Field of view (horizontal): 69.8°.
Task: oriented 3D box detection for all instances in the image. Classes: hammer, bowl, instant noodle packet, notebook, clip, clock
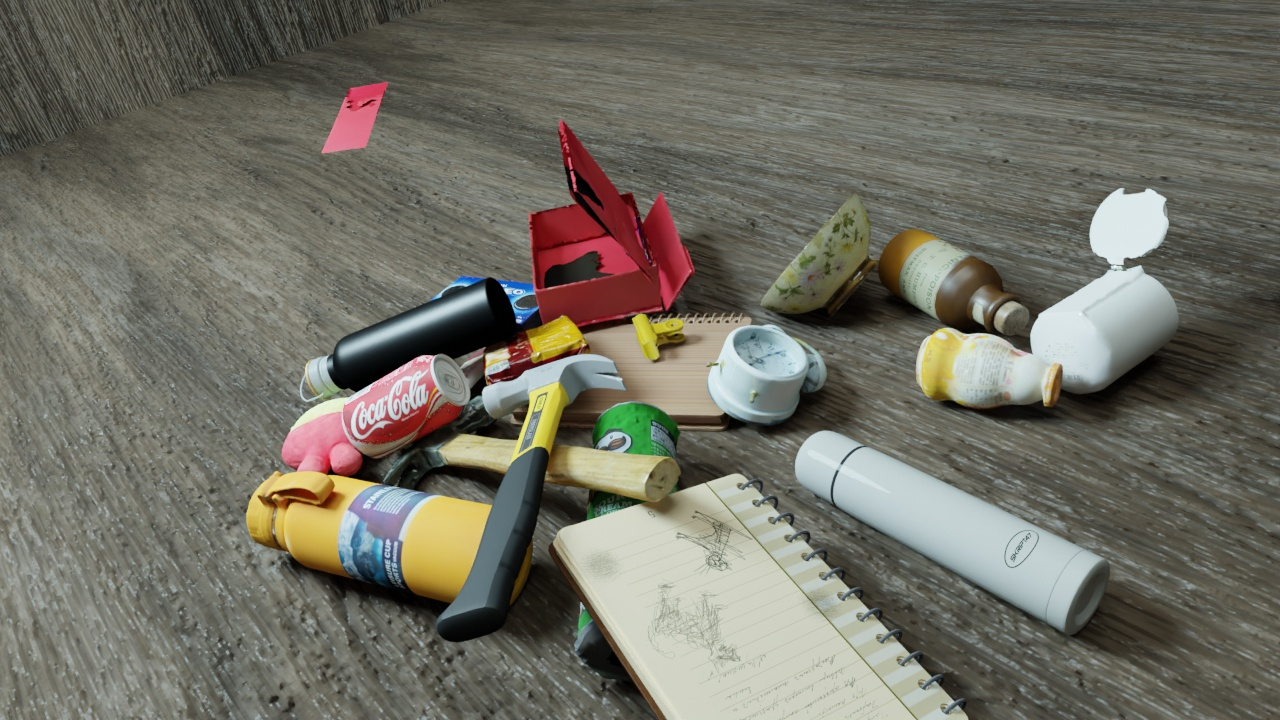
[{"bbox_3d":[-0.092,0.079,0.720,0.131,0.033,0.331,-38,22,-33],"label":"hammer"},{"bbox_3d":[-0.078,0.075,0.633,0.127,0.029,0.323,-21,21,12],"label":"hammer"},{"bbox_3d":[0.189,-0.090,0.909,0.063,0.146,0.144,41,51,7],"label":"bowl"},{"bbox_3d":[-0.099,-0.002,0.859,0.098,0.040,0.135,-25,16,-5],"label":"instant noodle packet"},{"bbox_3d":[0.068,0.161,0.555,0.167,0.024,0.225,-12,42,-32],"label":"notebook"},{"bbox_3d":[-0.005,0.005,0.895,0.211,0.022,0.168,0,35,18],"label":"notebook"},{"bbox_3d":[0.019,-0.023,0.895,0.049,0.044,0.054,14,26,-22],"label":"clip"},{"bbox_3d":[0.113,0.008,0.809,0.117,0.057,0.083,-24,52,-39],"label":"clock"}]

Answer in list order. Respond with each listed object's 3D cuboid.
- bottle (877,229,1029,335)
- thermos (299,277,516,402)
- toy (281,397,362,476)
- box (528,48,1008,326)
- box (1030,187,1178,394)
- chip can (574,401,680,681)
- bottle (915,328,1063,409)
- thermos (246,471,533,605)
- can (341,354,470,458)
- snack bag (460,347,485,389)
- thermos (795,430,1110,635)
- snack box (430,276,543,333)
[{"bbox_3d":[0.298,-0.068,0.865,0.067,0.068,0.157,-22,34,-15],"label":"bottle"},{"bbox_3d":[-0.238,-0.013,0.903,0.231,0.061,0.061,-20,31,13],"label":"thermos"},{"bbox_3d":[-0.292,0.075,0.862,0.091,0.045,0.135,-18,27,-5],"label":"toy"},{"bbox_3d":[0.099,-0.209,0.976,0.511,0.141,0.215,-26,32,9],"label":"box"},{"bbox_3d":[0.386,-0.060,0.761,0.137,0.143,0.083,-25,8,-23],"label":"box"},{"bbox_3d":[-0.005,0.124,0.669,0.075,0.075,0.222,-8,34,7],"label":"chip can"},{"bbox_3d":[0.286,0.010,0.754,0.109,0.063,0.063,12,40,35],"label":"bottle"},{"bbox_3d":[-0.201,0.127,0.711,0.233,0.091,0.076,6,17,26],"label":"thermos"},{"bbox_3d":[-0.210,0.040,0.823,0.105,0.064,0.064,-28,29,17],"label":"can"},{"bbox_3d":[-0.181,0.025,0.918,0.057,0.013,0.157,-22,22,38],"label":"snack bag"},{"bbox_3d":[0.204,0.110,0.640,0.052,0.052,0.224,-32,38,-28],"label":"thermos"},{"bbox_3d":[-0.169,-0.061,1.044,0.150,0.027,0.082,9,39,28],"label":"snack box"}]
